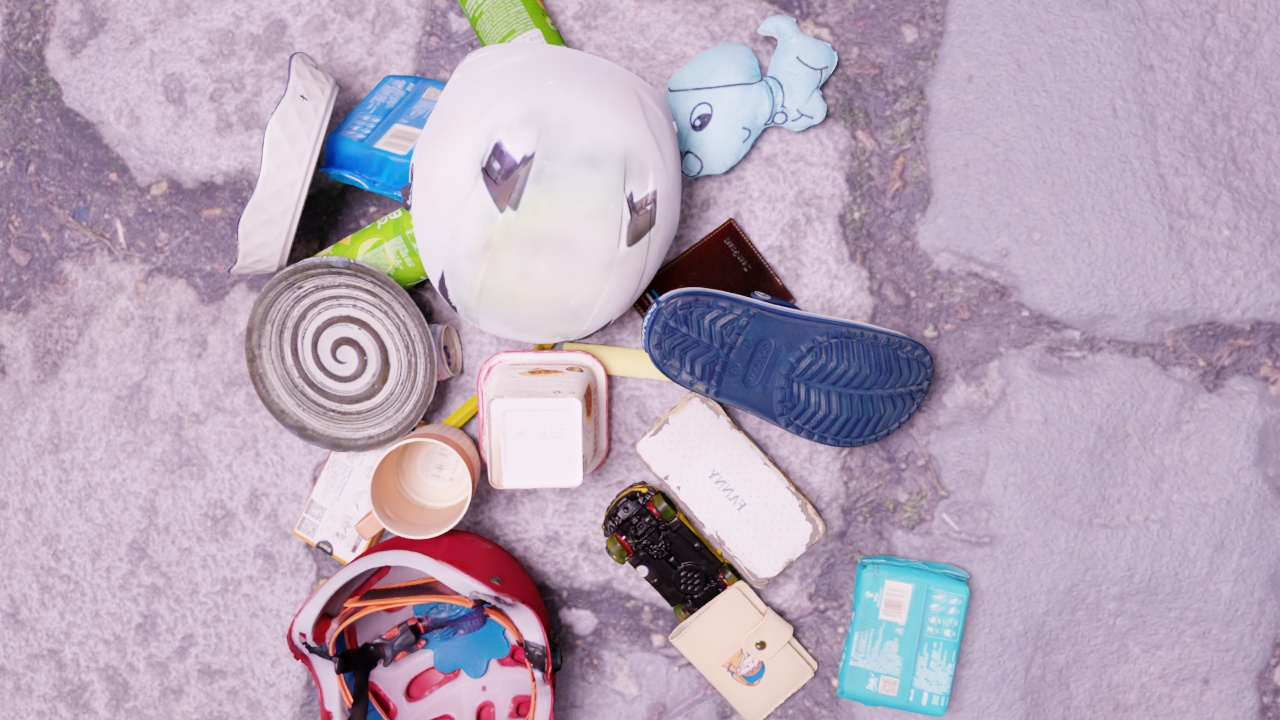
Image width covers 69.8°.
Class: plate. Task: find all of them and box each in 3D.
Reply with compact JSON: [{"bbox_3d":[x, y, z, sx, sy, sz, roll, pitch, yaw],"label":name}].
[{"bbox_3d":[-0.265,-0.005,0.819,0.179,0.024,0.179,2,106,7],"label":"plate"},{"bbox_3d":[-0.312,-0.169,0.811,0.045,0.205,0.205,18,92,-21],"label":"plate"}]

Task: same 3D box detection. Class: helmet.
[{"bbox_3d":[-0.167,0.251,0.802,0.207,0.143,0.240,-19,103,9],"label":"helmet"},{"bbox_3d":[-0.074,-0.107,0.732,0.229,0.145,0.259,15,123,-18],"label":"helmet"}]

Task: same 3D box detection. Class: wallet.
[{"bbox_3d":[0.062,-0.057,0.825,0.122,0.020,0.096,-35,84,-1],"label":"wallet"},{"bbox_3d":[0.094,0.254,0.802,0.087,0.024,0.115,-41,101,1],"label":"wallet"}]

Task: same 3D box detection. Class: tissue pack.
[{"bbox_3d":[0.223,0.236,0.783,0.093,0.050,0.133,10,91,7],"label":"tissue pack"},{"bbox_3d":[-0.212,-0.203,0.833,0.095,0.052,0.156,18,51,8],"label":"tissue pack"}]

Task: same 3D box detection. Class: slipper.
[{"bbox_3d":[0.119,0.001,0.780,0.252,0.095,0.105,13,105,-12],"label":"slipper"}]

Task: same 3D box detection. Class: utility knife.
[{"bbox_3d":[-0.005,0.005,0.839,0.167,0.018,0.031,7,94,10],"label":"utility knife"}]

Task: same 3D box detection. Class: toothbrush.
[{"bbox_3d":[-0.144,0.033,0.848,0.190,0.016,0.015,-42,103,-1],"label":"toothbrush"}]

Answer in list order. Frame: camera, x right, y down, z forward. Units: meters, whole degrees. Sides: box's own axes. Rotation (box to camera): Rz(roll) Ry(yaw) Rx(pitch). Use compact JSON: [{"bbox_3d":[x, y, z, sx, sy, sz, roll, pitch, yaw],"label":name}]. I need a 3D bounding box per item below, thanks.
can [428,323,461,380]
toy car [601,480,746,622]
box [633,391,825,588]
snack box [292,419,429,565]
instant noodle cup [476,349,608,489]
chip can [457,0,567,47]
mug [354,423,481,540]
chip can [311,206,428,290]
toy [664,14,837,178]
[{"bbox_3d":[-0.239,-0.001,0.857,0.135,0.053,0.053,-8,88,9],"label":"can"},{"bbox_3d":[0.031,0.178,0.817,0.071,0.041,0.156,-44,93,8],"label":"toy car"},{"bbox_3d":[0.073,0.104,0.805,0.090,0.062,0.184,-41,82,5],"label":"box"},{"bbox_3d":[-0.265,0.114,0.873,0.075,0.026,0.154,27,93,8],"label":"snack box"},{"bbox_3d":[-0.085,0.055,0.784,0.116,0.124,0.116,-1,100,-3],"label":"instant noodle cup"},{"bbox_3d":[-0.095,-0.268,0.829,0.072,0.072,0.236,-30,85,7],"label":"chip can"},{"bbox_3d":[-0.193,0.109,0.789,0.114,0.106,0.081,-40,96,0],"label":"mug"},{"bbox_3d":[-0.232,-0.096,0.849,0.221,0.072,0.072,-26,85,7],"label":"chip can"},{"bbox_3d":[0.088,-0.233,0.813,0.156,0.050,0.161,12,86,7],"label":"toy"}]
